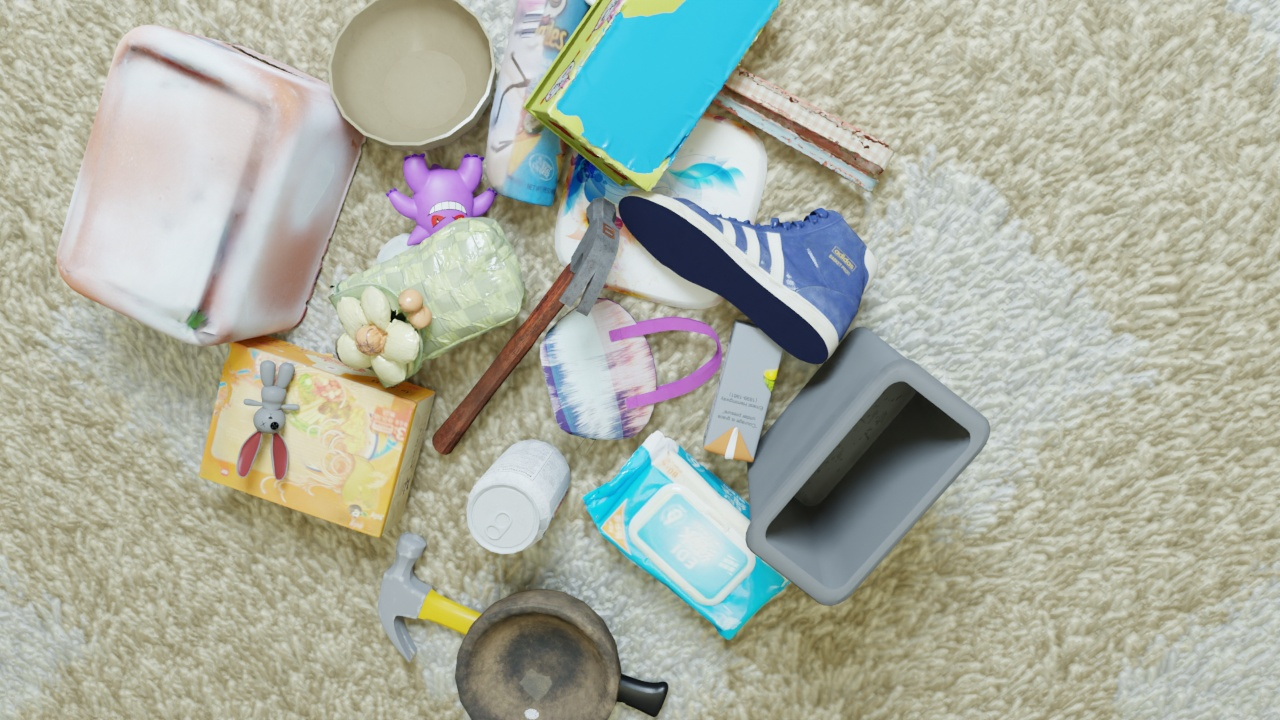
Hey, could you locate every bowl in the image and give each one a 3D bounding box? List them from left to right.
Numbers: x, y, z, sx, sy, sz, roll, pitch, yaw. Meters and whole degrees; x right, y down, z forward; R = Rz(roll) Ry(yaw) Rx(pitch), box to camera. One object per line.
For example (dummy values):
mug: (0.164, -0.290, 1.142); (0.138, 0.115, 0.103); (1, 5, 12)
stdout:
bowl: (-0.206, -0.261, 0.851); (0.152, 0.050, 0.152); (0, 81, 2)
bowl: (-0.098, 0.302, 0.918); (0.162, 0.070, 0.162); (1, 101, 4)

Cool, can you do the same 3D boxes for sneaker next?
sneaker: (0.107, -0.112, 0.829); (0.233, 0.092, 0.118); (37, 67, 13)

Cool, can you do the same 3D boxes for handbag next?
handbag: (-0.199, -0.052, 0.835); (0.187, 0.116, 0.113); (-27, 103, 14)
handbag: (-0.005, 0.005, 0.891); (0.170, 0.068, 0.144); (-13, 97, 2)

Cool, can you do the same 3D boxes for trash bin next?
trash bin: (-0.395, -0.155, 0.849); (0.181, 0.157, 0.260); (25, 102, 1)
trash bin: (0.180, 0.077, 0.798); (0.097, 0.219, 0.192); (38, 101, -2)

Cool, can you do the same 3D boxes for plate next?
plate: (0.017, -0.150, 0.877); (0.187, 0.016, 0.187); (16, 101, 3)

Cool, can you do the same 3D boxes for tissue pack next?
tissue pack: (0.052, 0.171, 0.910); (0.209, 0.066, 0.117); (41, 101, 0)

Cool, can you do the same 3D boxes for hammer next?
hammer: (-0.115, -0.013, 0.866); (0.028, 0.111, 0.301); (29, 120, -22)
hammer: (-0.126, 0.301, 0.970); (0.323, 0.029, 0.127); (23, 102, 0)

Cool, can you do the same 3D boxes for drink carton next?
drink carton: (0.098, 0.028, 0.874); (0.048, 0.076, 0.125); (14, 97, 3)

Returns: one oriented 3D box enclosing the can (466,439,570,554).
can: (-0.116, 0.129, 0.881); (0.078, 0.136, 0.078); (1, 100, 6)

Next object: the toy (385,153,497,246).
toy: (-0.190, -0.151, 0.879); (0.106, 0.056, 0.088); (-5, 99, -23)

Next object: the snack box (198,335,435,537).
snack box: (-0.319, 0.070, 0.920); (0.195, 0.080, 0.145); (18, 100, 4)

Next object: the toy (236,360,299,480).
toy: (-0.349, 0.055, 0.863); (0.049, 0.030, 0.112); (8, 97, -23)

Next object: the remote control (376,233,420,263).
remote control: (-0.210, -0.074, 0.909); (0.060, 0.028, 0.114); (-42, 96, 13)

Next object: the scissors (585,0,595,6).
scissors: (-0.007, -0.289, 0.826); (0.129, 0.011, 0.125); (36, 96, -36)

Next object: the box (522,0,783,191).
box: (0.013, -0.267, 0.786); (0.124, 0.082, 0.221); (32, 96, -27)

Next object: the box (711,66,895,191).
box: (0.144, -0.220, 0.838); (0.187, 0.060, 0.058); (28, 141, 0)

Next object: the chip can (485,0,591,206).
chip can: (-0.090, -0.261, 0.840); (0.080, 0.079, 0.230); (16, 101, 3)
